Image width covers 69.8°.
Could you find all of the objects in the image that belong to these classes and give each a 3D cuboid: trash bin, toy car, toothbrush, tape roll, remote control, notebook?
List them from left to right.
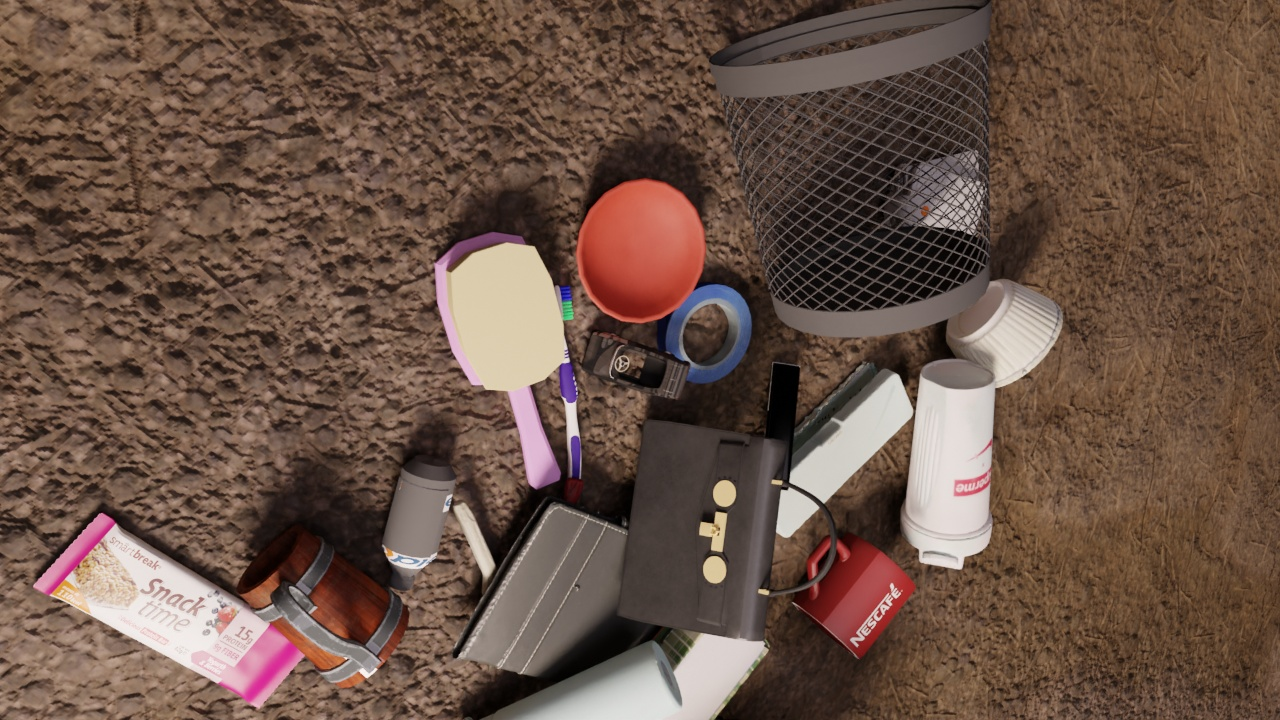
[{"bbox_3d":[-0.063,0.025,0.805,0.016,0.015,0.187,-9,107,-18],"label":"toothbrush"},{"bbox_3d":[-0.047,0.221,0.842,0.209,0.029,0.169,30,90,-40],"label":"notebook"},{"bbox_3d":[-0.005,0.005,0.801,0.092,0.037,0.040,18,96,4],"label":"toy car"},{"bbox_3d":[0.060,-0.026,0.852,0.093,0.016,0.091,-19,110,-21],"label":"tape roll"},{"bbox_3d":[0.136,0.063,0.888,0.028,0.012,0.124,8,78,-4],"label":"remote control"},{"bbox_3d":[0.187,-0.163,0.775,0.217,0.218,0.227,-24,116,-20],"label":"trash bin"}]

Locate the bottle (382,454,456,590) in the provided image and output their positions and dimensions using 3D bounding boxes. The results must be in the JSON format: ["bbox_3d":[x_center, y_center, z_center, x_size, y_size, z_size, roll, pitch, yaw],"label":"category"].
[{"bbox_3d":[-0.184,0.134,0.754,0.047,0.047,0.112,13,96,-29],"label":"bottle"}]

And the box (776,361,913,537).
[{"bbox_3d":[0.194,0.092,0.932,0.198,0.067,0.083,-43,98,-13],"label":"box"}]

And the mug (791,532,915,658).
[{"bbox_3d":[0.213,0.237,0.961,0.116,0.080,0.096,45,81,-21],"label":"mug"}]

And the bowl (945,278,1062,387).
[{"bbox_3d":[0.371,-0.035,0.958,0.062,0.115,0.115,37,85,-14],"label":"bowl"}]

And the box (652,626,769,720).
[{"bbox_3d":[0.030,0.324,0.893,0.205,0.050,0.117,-51,132,-8],"label":"box"}]

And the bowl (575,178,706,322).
[{"bbox_3d":[-0.005,-0.095,0.792,0.121,0.035,0.122,-7,106,-25],"label":"bowl"}]

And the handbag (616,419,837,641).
[{"bbox_3d":[0.083,0.146,0.776,0.072,0.196,0.175,14,81,-42],"label":"handbag"}]

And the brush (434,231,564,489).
[{"bbox_3d":[-0.102,0.009,0.765,0.089,0.043,0.229,-21,111,-21],"label":"brush"}]

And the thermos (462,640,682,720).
[{"bbox_3d":[-0.068,0.322,0.816,0.207,0.065,0.078,-26,85,3],"label":"thermos"}]

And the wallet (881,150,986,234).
[{"bbox_3d":[0.300,-0.162,0.927,0.118,0.037,0.115,6,100,-31],"label":"wallet"}]

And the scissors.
[{"bbox_3d":[-0.111,0.182,0.811,0.179,0.015,0.198,38,87,-37],"label":"scissors"}]

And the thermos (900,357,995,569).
[{"bbox_3d":[0.322,0.113,0.961,0.099,0.099,0.221,-17,117,-22],"label":"thermos"}]

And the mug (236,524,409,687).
[{"bbox_3d":[-0.242,0.193,0.702,0.081,0.117,0.111,-44,114,-10],"label":"mug"}]

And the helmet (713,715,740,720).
[{"bbox_3d":[0.118,0.473,0.859,0.250,0.256,0.233,-49,116,-6],"label":"helmet"}]

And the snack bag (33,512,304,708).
[{"bbox_3d":[-0.350,0.196,0.704,0.070,0.016,0.196,-50,118,-9],"label":"snack bag"}]
